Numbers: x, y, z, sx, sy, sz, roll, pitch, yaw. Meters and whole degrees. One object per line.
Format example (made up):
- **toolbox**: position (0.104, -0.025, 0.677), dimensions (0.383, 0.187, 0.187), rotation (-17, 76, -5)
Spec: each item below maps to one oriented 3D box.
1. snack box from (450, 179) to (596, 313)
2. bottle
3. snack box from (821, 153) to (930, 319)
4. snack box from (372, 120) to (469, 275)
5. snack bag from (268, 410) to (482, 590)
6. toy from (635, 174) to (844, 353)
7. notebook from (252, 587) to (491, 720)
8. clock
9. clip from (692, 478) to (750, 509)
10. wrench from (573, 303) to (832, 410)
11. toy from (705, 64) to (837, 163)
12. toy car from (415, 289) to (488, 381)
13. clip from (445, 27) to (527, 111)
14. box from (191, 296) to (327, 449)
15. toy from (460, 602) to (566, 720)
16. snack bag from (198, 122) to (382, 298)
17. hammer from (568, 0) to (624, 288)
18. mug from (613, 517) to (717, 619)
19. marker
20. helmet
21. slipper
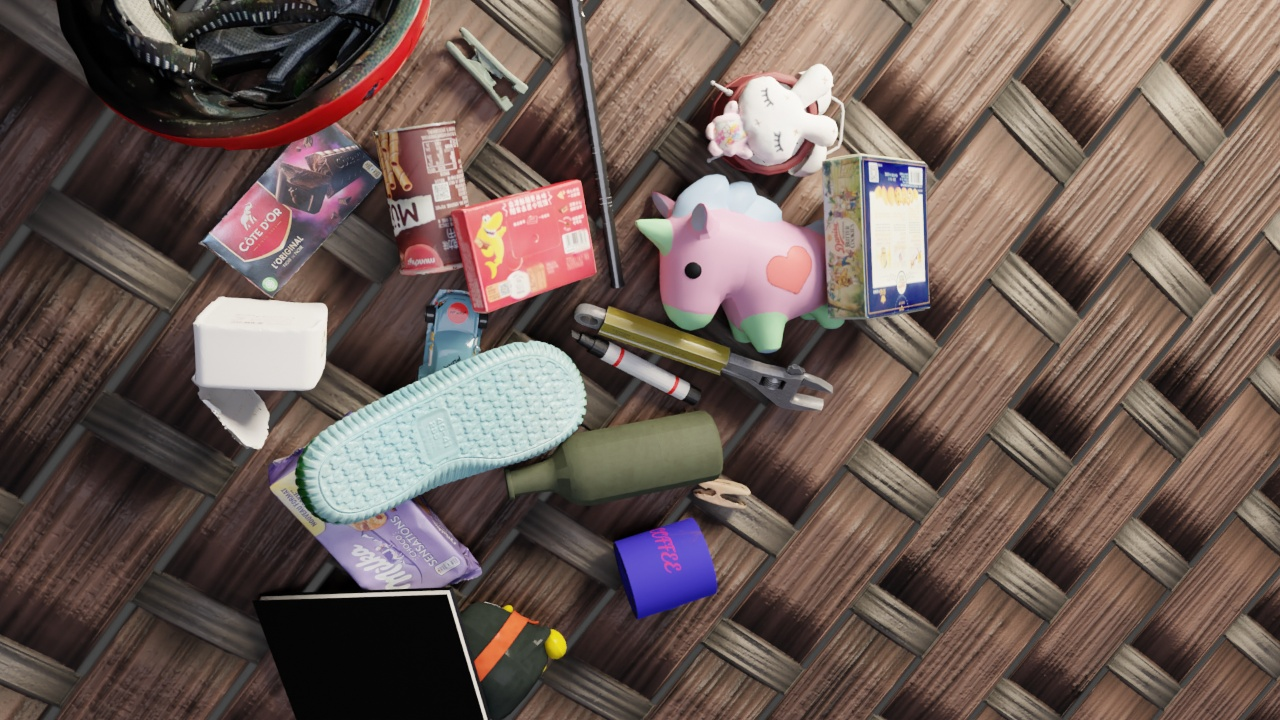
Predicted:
- **snack box**: position (-0.098, -0.102, 0.807), dimensions (0.132, 0.021, 0.089), rotation (-25, 113, -41)
- **bottle**: position (-0.027, 0.100, 0.888), dimensions (0.206, 0.071, 0.071), rotation (-10, 107, -11)
- **snack box**: position (0.223, -0.114, 0.857), dimensions (0.144, 0.043, 0.145), rotation (-10, 99, -50)
- **snack box**: position (-0.182, -0.139, 0.784), dimensions (0.072, 0.072, 0.121), rotation (-11, 107, -11)
- **snack bag**: position (-0.245, 0.148, 0.855), dimensions (0.096, 0.058, 0.205), rotation (-33, 113, -1)
- **toy**: position (0.111, -0.097, 0.855), dimensions (0.222, 0.120, 0.171), rotation (-20, 111, -16)
- **notebook**: position (-0.252, 0.283, 0.862), dimensions (0.207, 0.016, 0.149), rotation (-6, 108, 17)
- **clock**: position (0.125, -0.220, 0.852), dimensions (0.137, 0.048, 0.096), rotation (-2, 105, -13)
- **clip**: position (0.085, 0.135, 0.953), dimensions (0.062, 0.025, 0.047), rotation (-14, 104, -3)
- **wrench**: position (0.064, -0.003, 0.895), dimensions (0.273, 0.084, 0.018), rotation (18, 64, -11)
- **toy**: position (0.117, -0.211, 0.805), dimensions (0.125, 0.037, 0.076), rotation (-17, 104, -12)
- **toy car**: position (-0.173, -0.010, 0.845), dimensions (0.060, 0.027, 0.108), rotation (6, 103, -16)
- **clip**: position (-0.134, -0.252, 0.792), dimensions (0.047, 0.023, 0.076), rotation (-46, 112, 0)
- **box**: position (-0.320, 0.020, 0.774), dimensions (0.103, 0.110, 0.130), rotation (2, 103, -14)
- **toy**: position (-0.150, 0.284, 0.899), dimensions (0.119, 0.099, 0.098), rotation (40, 137, 2)
- **snack bag**: position (-0.295, -0.133, 0.787), dimensions (0.074, 0.018, 0.155), rotation (42, 93, -21)
- **hammer**: position (-0.051, -0.222, 0.826), dimensions (0.095, 0.015, 0.325), rotation (-12, 108, -11)
- **mug**: position (0.025, 0.221, 0.937), dimensions (0.083, 0.079, 0.111), rotation (-16, 136, -10)
- **marker**: position (-0.005, 0.005, 0.896), dimensions (0.145, 0.019, 0.019), rotation (27, 97, -19)
- **helmet**: position (-0.277, -0.270, 0.672), dimensions (0.272, 0.167, 0.217), rotation (-25, 96, 0)
- **slipper**: position (-0.174, 0.058, 0.816), dimensions (0.275, 0.069, 0.116), rotation (-23, 116, -30)
